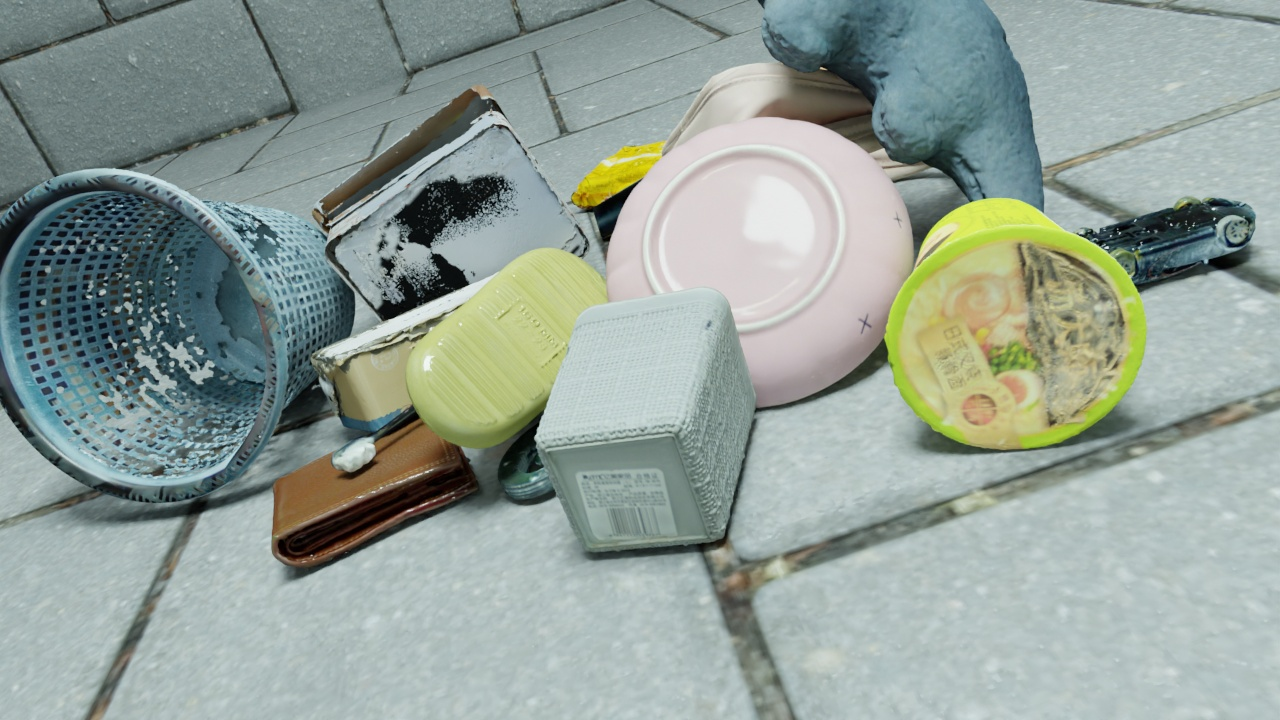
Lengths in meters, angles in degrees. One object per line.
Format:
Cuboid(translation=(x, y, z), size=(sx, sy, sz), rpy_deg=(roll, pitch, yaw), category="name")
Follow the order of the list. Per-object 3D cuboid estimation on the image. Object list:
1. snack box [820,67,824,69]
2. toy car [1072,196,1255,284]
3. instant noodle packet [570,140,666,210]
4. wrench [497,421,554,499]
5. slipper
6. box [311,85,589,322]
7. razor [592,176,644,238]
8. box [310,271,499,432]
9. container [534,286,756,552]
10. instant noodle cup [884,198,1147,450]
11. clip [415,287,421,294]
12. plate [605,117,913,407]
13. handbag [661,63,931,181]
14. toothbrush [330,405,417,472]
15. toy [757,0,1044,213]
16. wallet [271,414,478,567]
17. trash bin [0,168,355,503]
Cuboid(translation=(0.137, -0.226, 0.864), size=(0.094, 0.093, 0.077), rpy_deg=(-14, 27, -6), category="snack box")
Cuboid(translation=(0.302, -0.067, 0.537), size=(0.105, 0.031, 0.049), rpy_deg=(-18, 27, 5), category="toy car")
Cuboid(translation=(0.005, -0.193, 0.950), size=(0.129, 0.044, 0.110), rpy_deg=(4, 41, 44), category="instant noodle packet")
Cuboid(translation=(-0.004, 0.004, 0.614), size=(0.056, 0.016, 0.272), rpy_deg=(1, 32, 39), category="wrench")
Cuboid(translation=(-0.082, -0.004, 0.577), size=(0.082, 0.091, 0.190), rpy_deg=(-36, 4, 40), category="slipper")
Cuboid(translation=(-0.166, -0.125, 0.780), size=(0.182, 0.153, 0.177), rpy_deg=(-34, 25, 2), category="box")
Cuboid(translation=(0.029, -0.157, 0.850), size=(0.168, 0.062, 0.067), rpy_deg=(-22, -12, 21), category="razor")
Cuboid(translation=(-0.134, -0.014, 0.657), size=(0.183, 0.061, 0.090), rpy_deg=(-26, 15, -29), category="box")
Cuboid(translation=(0.005, 0.032, 0.478), size=(0.090, 0.090, 0.114), rpy_deg=(-9, 31, 19), category="container")
Cuboid(translation=(0.185, -0.031, 0.475), size=(0.112, 0.112, 0.123), rpy_deg=(-8, 20, 19), category="instant noodle cup")
Cuboid(translation=(-0.213, -0.059, 0.869), size=(0.040, 0.014, 0.056), rpy_deg=(-13, 27, 9), category="clip")
Cuboid(translation=(0.064, -0.068, 0.555), size=(0.193, 0.039, 0.192), rpy_deg=(-6, 70, 17), category="plate")
Cuboid(translation=(0.143, -0.160, 0.718), size=(0.234, 0.093, 0.193), rpy_deg=(-10, -4, -16), category="handbag")
Cuboid(translation=(-0.123, 0.016, 0.598), size=(0.018, 0.016, 0.180), rpy_deg=(10, 40, 45), category="toothbrush")
Cuboid(translation=(0.154, -0.201, 0.589), size=(0.137, 0.356, 0.091), rpy_deg=(-44, -7, -19), category="toy")
Cuboid(translation=(-0.170, 0.076, 0.573), size=(0.124, 0.032, 0.101), rpy_deg=(-24, 24, -12), category="wallet")
Cuboid(translation=(-0.324, -0.034, 0.693), size=(0.227, 0.226, 0.194), rpy_deg=(-12, 12, 13), category="trash bin")
